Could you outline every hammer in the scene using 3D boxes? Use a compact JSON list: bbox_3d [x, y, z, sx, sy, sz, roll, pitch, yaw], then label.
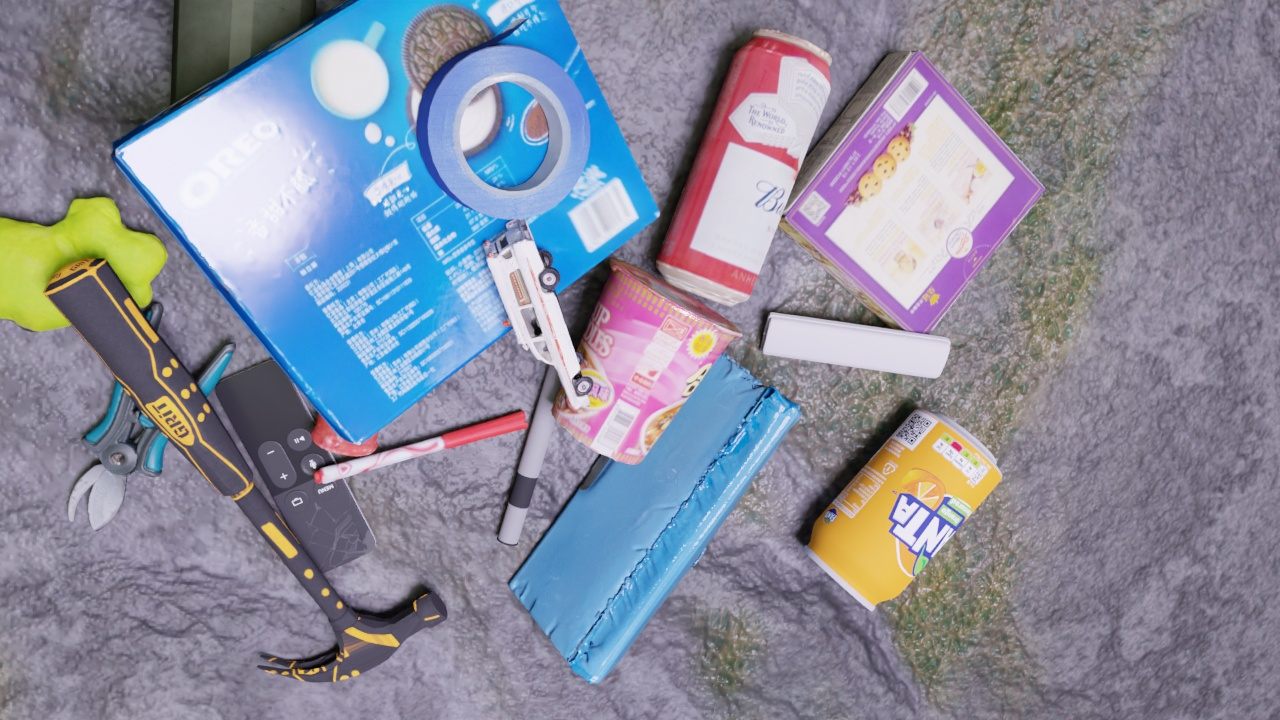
[{"bbox_3d":[-0.249,0.080,0.565,0.123,0.036,0.321,-27,115,1],"label":"hammer"}]

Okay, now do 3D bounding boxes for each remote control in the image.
[{"bbox_3d":[0.152,-0.009,0.654,0.131,0.012,0.033,8,128,0],"label":"remote control"},{"bbox_3d":[-0.223,0.071,0.600,0.045,0.008,0.147,-24,108,-8],"label":"remote control"}]

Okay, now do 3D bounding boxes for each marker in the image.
[{"bbox_3d":[-0.073,0.061,0.634,0.016,0.016,0.140,15,99,-18],"label":"marker"},{"bbox_3d":[-0.144,0.058,0.610,0.142,0.013,0.013,-15,107,-15],"label":"marker"}]

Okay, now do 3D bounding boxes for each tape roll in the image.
[{"bbox_3d":[-0.072,-0.122,0.494,0.091,0.016,0.093,-43,124,-14],"label":"tape roll"}]

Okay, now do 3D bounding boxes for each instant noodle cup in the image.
[{"bbox_3d":[-0.004,0.004,0.600,0.097,0.097,0.109,27,101,-19],"label":"instant noodle cup"}]

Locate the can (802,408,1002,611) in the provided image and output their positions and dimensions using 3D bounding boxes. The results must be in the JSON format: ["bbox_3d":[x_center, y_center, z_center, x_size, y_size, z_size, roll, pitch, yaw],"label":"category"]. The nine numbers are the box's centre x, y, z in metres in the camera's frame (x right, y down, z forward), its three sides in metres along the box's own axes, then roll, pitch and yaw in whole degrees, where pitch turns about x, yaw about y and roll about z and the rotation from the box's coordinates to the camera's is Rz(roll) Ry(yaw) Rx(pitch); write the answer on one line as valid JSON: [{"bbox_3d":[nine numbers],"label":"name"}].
[{"bbox_3d":[0.193,0.110,0.682,0.079,0.079,0.142,41,90,-20],"label":"can"}]

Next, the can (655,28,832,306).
[{"bbox_3d":[0.067,-0.123,0.599,0.067,0.067,0.170,18,98,-18],"label":"can"}]

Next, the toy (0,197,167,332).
[{"bbox_3d":[-0.332,-0.055,0.528,0.094,0.036,0.093,43,85,-26],"label":"toy"}]

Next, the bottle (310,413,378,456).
[{"bbox_3d":[-0.175,0.004,0.579,0.044,0.044,0.109,15,98,-18],"label":"bottle"}]

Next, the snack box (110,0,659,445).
[{"bbox_3d":[-0.126,-0.099,0.514,0.238,0.056,0.196,-39,123,-15],"label":"snack box"}]

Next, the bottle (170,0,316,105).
[{"bbox_3d":[-0.222,-0.153,0.513,0.071,0.071,0.207,5,102,-16],"label":"bottle"}]

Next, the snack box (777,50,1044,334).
[{"bbox_3d":[0.187,-0.113,0.646,0.148,0.040,0.143,38,92,-20],"label":"snack box"}]

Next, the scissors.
[{"bbox_3d":[-0.303,0.034,0.564,0.153,0.019,0.128,-17,103,-6],"label":"scissors"}]

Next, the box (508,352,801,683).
[{"bbox_3d":[0.006,0.098,0.643,0.102,0.094,0.231,37,94,13],"label":"box"}]

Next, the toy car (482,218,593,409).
[{"bbox_3d":[-0.059,-0.023,0.530,0.039,0.039,0.113,-18,120,-5],"label":"toy car"}]
